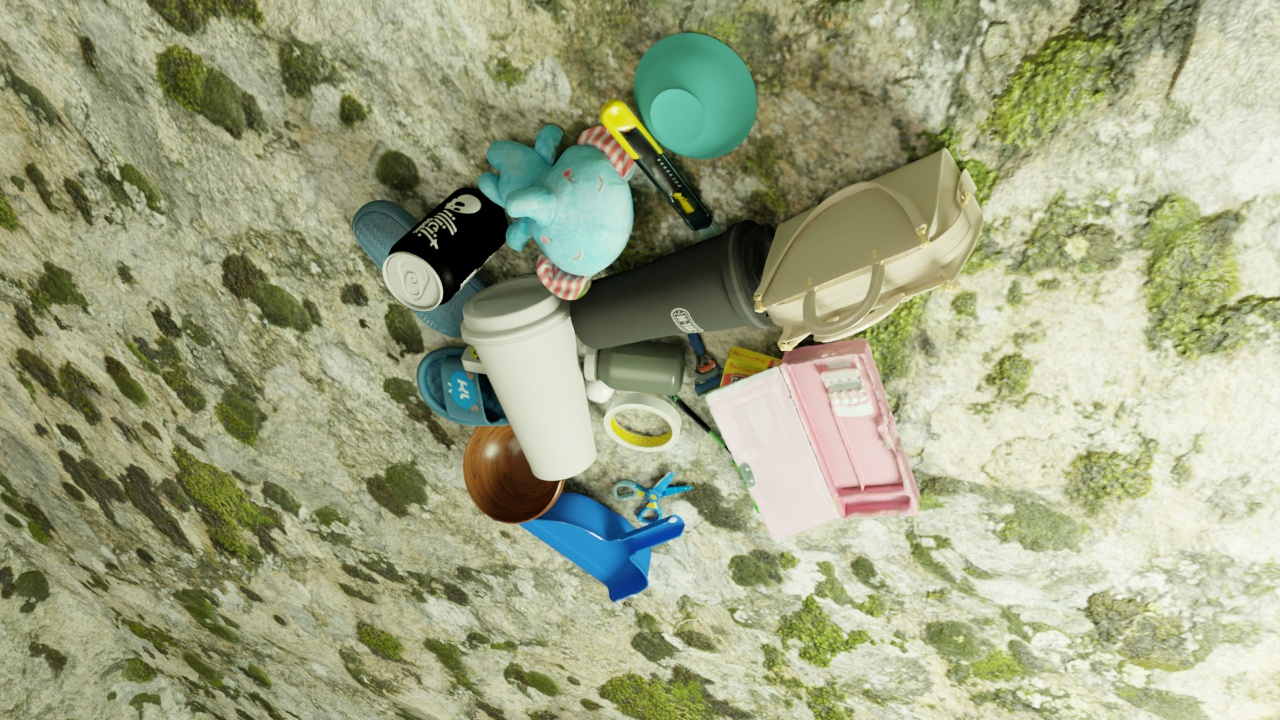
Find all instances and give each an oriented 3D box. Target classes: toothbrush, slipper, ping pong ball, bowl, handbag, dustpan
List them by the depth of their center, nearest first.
[{"bbox_3d":[0.187,-0.077,0.789,0.195,0.197,0.101,-22,114,37],"label":"handbag"},{"bbox_3d":[0.042,-0.232,0.842,0.121,0.046,0.121,14,131,17],"label":"bowl"},{"bbox_3d":[-0.246,-0.110,1.083,0.104,0.059,0.214,-20,128,28],"label":"slipper"},{"bbox_3d":[0.045,0.048,1.091,0.188,0.014,0.017,42,125,-10],"label":"toothbrush"},{"bbox_3d":[-0.049,0.031,1.106,0.040,0.040,0.040,14,131,17],"label":"ping pong ball"},{"bbox_3d":[-0.190,0.042,1.160,0.214,0.059,0.104,7,108,17],"label":"slipper"},{"bbox_3d":[-0.155,0.140,1.217,0.147,0.068,0.147,-2,86,21],"label":"bowl"},{"bbox_3d":[-0.042,0.239,1.241,0.258,0.059,0.245,-28,123,35],"label":"dustpan"}]

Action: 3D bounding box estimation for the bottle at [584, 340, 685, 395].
[{"bbox_3d":[-0.006,0.006,1.040,0.108,0.060,0.060,6,129,9],"label":"bottle"}]

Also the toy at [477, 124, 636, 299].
[{"bbox_3d":[-0.091,-0.164,0.927,0.181,0.114,0.184,28,113,12],"label":"toy"}]

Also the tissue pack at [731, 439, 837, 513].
[{"bbox_3d":[0.175,0.143,1.089,0.114,0.034,0.099,-13,118,32],"label":"tissue pack"}]

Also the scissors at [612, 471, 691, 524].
[{"bbox_3d":[0.011,0.169,1.210,0.097,0.020,0.133,31,135,-3],"label":"scissors"}]

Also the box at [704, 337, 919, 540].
[{"bbox_3d":[0.189,0.089,0.987,0.180,0.050,0.233,-15,123,17],"label":"box"}]

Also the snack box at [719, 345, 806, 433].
[{"bbox_3d":[0.163,0.039,1.006,0.152,0.025,0.075,17,132,7],"label":"snack box"}]

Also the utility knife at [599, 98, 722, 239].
[{"bbox_3d":[0.025,-0.178,0.894,0.029,0.020,0.186,-40,119,8],"label":"utility knife"}]

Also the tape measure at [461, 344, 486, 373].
[{"bbox_3d":[-0.182,-0.009,1.127,0.065,0.064,0.017,5,128,15],"label":"tape measure"}]

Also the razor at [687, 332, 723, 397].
[{"bbox_3d":[0.061,-0.026,1.020,0.044,0.018,0.141,-21,116,0],"label":"razor"}]

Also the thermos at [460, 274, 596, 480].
[{"bbox_3d":[-0.117,0.024,1.060,0.132,0.131,0.222,0,119,27],"label":"thermos"}]

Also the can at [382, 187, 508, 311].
[{"bbox_3d":[-0.207,-0.122,0.990,0.080,0.145,0.080,14,131,17],"label":"can"}]

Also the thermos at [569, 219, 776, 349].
[{"bbox_3d":[0.035,-0.067,0.933,0.219,0.105,0.106,-12,120,31],"label":"thermos"}]

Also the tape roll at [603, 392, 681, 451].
[{"bbox_3d":[0.002,0.076,1.116,0.094,0.019,0.094,9,139,7],"label":"tape roll"}]
